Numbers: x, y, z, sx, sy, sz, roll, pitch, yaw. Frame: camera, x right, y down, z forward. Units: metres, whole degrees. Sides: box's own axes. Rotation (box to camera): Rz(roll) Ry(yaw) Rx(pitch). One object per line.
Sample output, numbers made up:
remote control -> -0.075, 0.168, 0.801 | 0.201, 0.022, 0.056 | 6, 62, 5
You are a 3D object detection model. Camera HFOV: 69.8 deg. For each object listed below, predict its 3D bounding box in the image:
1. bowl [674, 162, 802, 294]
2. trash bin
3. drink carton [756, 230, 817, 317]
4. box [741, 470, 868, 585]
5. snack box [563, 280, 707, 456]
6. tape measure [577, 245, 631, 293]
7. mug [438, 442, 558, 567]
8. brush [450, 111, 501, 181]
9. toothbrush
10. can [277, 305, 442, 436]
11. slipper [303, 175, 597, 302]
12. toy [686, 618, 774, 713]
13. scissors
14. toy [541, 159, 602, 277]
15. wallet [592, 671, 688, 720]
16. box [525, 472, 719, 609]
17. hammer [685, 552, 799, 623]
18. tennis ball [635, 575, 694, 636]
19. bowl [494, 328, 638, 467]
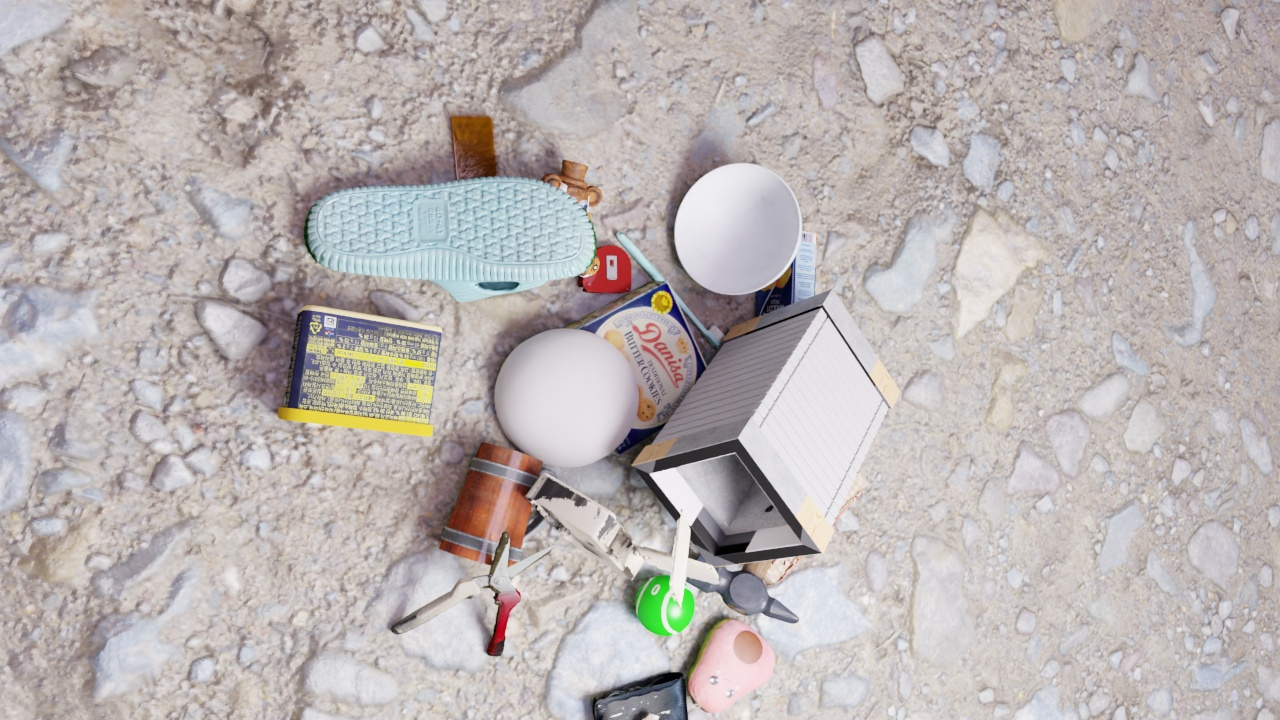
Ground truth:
bowl -> 0.118, -0.142, 1.031 | 0.074, 0.144, 0.144 | 4, 89, -66
trash bin -> 0.138, 0.068, 0.953 | 0.142, 0.143, 0.246 | 53, 47, -16
drink carton -> 0.170, -0.084, 1.074 | 0.040, 0.064, 0.130 | 2, 89, -33
box -> 0.196, 0.188, 1.099 | 0.067, 0.057, 0.186 | 43, 68, 14
snack box -> -0.006, 0.006, 1.002 | 0.144, 0.043, 0.144 | -30, 104, -22
tape measure -> -0.038, -0.099, 0.998 | 0.059, 0.019, 0.051 | -1, 91, -26
mug -> -0.135, 0.151, 0.930 | 0.117, 0.082, 0.111 | 30, 73, -48
brush -> -0.165, -0.187, 0.936 | 0.048, 0.017, 0.126 | -6, 93, -26
toothbrush -> 0.035, -0.080, 1.036 | 0.180, 0.016, 0.016 | 45, 75, -20
can -> -0.260, 0.012, 0.862 | 0.135, 0.075, 0.104 | 10, 84, -26
slipper -> -0.181, -0.119, 0.894 | 0.276, 0.070, 0.116 | -1, 75, -9
toy -> 0.100, 0.355, 1.054 | 0.090, 0.051, 0.109 | 45, 75, -12
scissors -> -0.160, 0.235, 0.894 | 0.179, 0.015, 0.199 | -9, 131, -1
toy -> -0.077, -0.149, 0.955 | 0.087, 0.067, 0.113 | 8, 100, -42
wallet -> 0.001, 0.403, 1.019 | 0.114, 0.026, 0.089 | -7, 95, -24
box -> -0.010, 0.171, 0.908 | 0.080, 0.180, 0.143 | -55, 154, -16
hammer -> 0.180, 0.148, 1.072 | 0.129, 0.040, 0.321 | 27, 65, 7
tennis ball -> 0.027, 0.269, 1.009 | 0.065, 0.065, 0.065 | 0, 91, -26
bowl -> -0.076, 0.045, 0.935 | 0.149, 0.043, 0.150 | 0, 104, -2
